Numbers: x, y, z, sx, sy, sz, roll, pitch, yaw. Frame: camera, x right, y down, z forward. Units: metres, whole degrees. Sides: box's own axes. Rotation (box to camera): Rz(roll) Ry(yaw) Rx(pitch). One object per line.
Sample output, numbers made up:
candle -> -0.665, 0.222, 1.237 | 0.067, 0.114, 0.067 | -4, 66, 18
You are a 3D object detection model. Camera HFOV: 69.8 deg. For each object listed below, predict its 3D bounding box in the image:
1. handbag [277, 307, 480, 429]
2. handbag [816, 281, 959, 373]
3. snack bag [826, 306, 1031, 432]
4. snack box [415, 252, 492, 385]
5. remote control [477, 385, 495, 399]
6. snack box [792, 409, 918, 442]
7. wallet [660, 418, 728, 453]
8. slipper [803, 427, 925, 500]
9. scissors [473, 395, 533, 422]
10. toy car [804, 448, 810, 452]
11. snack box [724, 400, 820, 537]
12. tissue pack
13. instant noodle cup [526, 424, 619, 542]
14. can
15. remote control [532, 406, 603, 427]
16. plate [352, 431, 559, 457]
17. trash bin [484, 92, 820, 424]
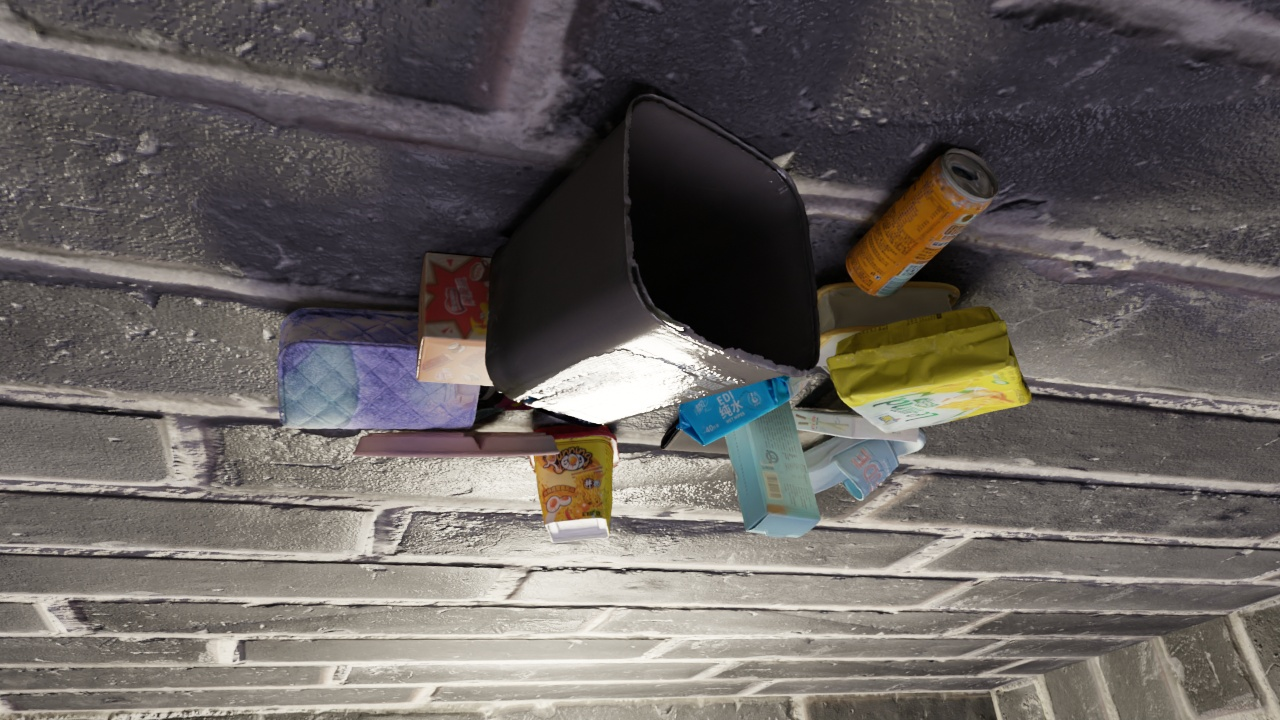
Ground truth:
handbag -> -0.257, 0.013, 0.913 | 0.193, 0.075, 0.134 | 3, 132, -16
handbag -> 0.236, -0.024, 0.969 | 0.163, 0.063, 0.179 | 0, 158, -10
snack bag -> 0.288, 0.013, 0.896 | 0.158, 0.068, 0.246 | -13, 162, 23
snack box -> -0.154, -0.036, 0.840 | 0.094, 0.092, 0.077 | 4, 149, -16
remote control -> -0.230, 0.018, 0.994 | 0.150, 0.021, 0.058 | 7, 148, -19
snack box -> 0.253, 0.077, 1.099 | 0.084, 0.027, 0.157 | 5, 178, -16
wallet -> 0.098, 0.093, 1.184 | 0.122, 0.020, 0.097 | 5, 148, -22
slipper -> 0.266, 0.150, 1.215 | 0.245, 0.074, 0.104 | -25, 148, 3
scissors -> -0.161, 0.057, 1.064 | 0.136, 0.017, 0.105 | -26, 159, 26
toy car -> 0.228, 0.159, 1.303 | 0.056, 0.037, 0.123 | 18, 130, -35
snack box -> 0.150, 0.120, 1.082 | 0.074, 0.174, 0.052 | 12, 140, -27
tissue pack -> 0.111, 0.036, 1.017 | 0.140, 0.063, 0.089 | -32, 177, 36
instant noodle cup -> -0.082, 0.157, 1.157 | 0.116, 0.123, 0.116 | -5, 151, 0
can -> 0.242, -0.117, 0.803 | 0.058, 0.058, 0.146 | 7, 148, -21
remote control -> -0.077, 0.048, 1.060 | 0.053, 0.024, 0.136 | -36, 148, 19
plate -> -0.206, 0.094, 1.039 | 0.229, 0.028, 0.229 | -1, 176, 0
trash bin -> -0.002, -0.057, 0.746 | 0.198, 0.198, 0.220 | 20, 147, -37
